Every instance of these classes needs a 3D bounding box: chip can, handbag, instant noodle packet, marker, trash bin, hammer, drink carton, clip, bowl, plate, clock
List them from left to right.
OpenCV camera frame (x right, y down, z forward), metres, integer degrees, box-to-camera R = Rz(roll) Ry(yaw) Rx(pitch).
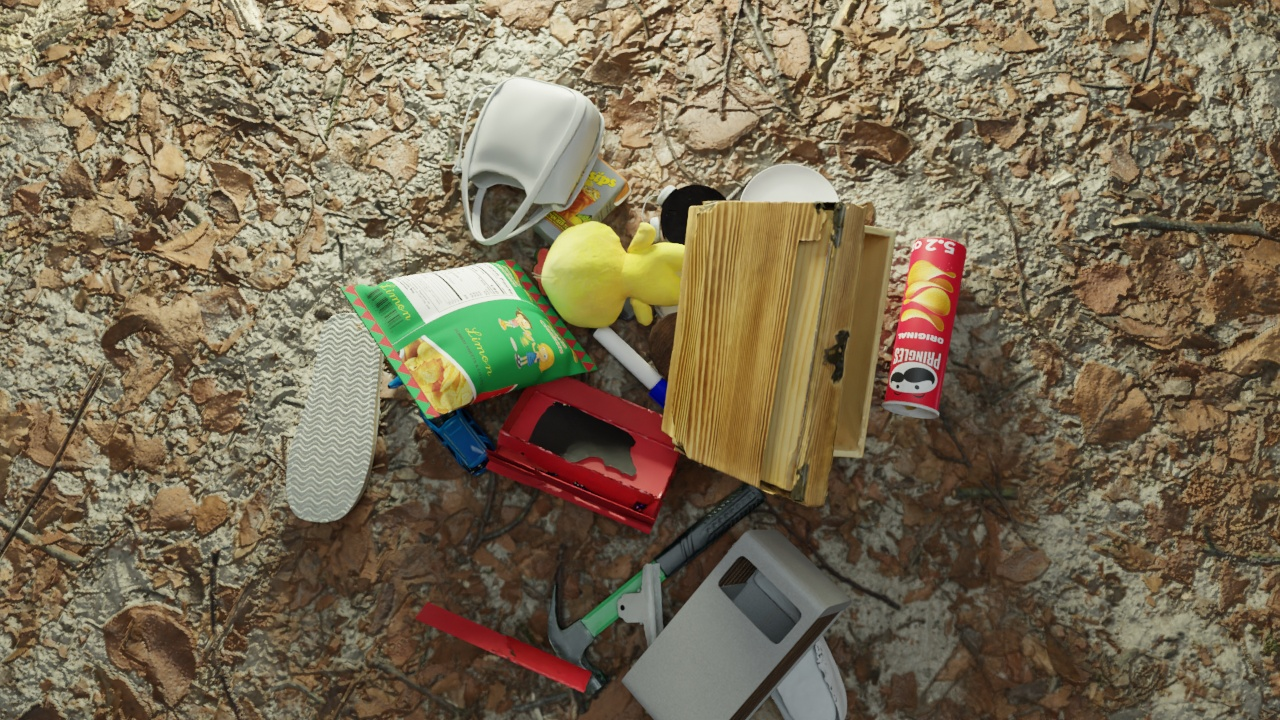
[{"bbox_3d":[-0.195,-0.035,1.086,0.252,0.091,0.195,-17,61,-45],"label":"instant noodle packet"},{"bbox_3d":[-0.162,-0.252,1.198,0.216,0.095,0.222,24,86,32],"label":"handbag"},{"bbox_3d":[-0.080,-0.204,1.208,0.076,0.048,0.124,41,82,8],"label":"drink carton"},{"bbox_3d":[-0.007,0.007,1.180,0.133,0.023,0.027,43,104,8],"label":"marker"},{"bbox_3d":[0.004,0.293,1.091,0.052,0.058,0.102,2,77,-25],"label":"clip"},{"bbox_3d":[0.023,0.257,1.129,0.318,0.032,0.130,-38,81,-7],"label":"hammer"},{"bbox_3d":[0.058,-0.010,1.148,0.114,0.026,0.102,-5,108,27],"label":"bowl"},{"bbox_3d":[0.062,-0.184,1.210,0.122,0.035,0.094,17,80,5],"label":"clock"},{"bbox_3d":[0.108,0.314,1.027,0.114,0.114,0.229,43,101,26],"label":"trash bin"},{"bbox_3d":[0.199,-0.196,1.222,0.134,0.011,0.134,0,79,1],"label":"plate"},{"bbox_3d":[0.360,-0.042,1.162,0.069,0.069,0.220,13,79,3],"label":"chip can"}]

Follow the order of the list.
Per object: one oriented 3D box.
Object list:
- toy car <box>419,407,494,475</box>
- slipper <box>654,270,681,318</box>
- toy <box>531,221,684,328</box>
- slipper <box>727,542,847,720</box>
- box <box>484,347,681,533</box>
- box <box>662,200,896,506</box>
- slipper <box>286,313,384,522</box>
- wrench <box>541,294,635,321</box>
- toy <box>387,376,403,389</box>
[{"bbox_3d":[-0.229,0.089,1.156,0.056,0.043,0.120,-40,81,-6],"label":"toy car"},{"bbox_3d":[0.150,-0.073,1.155,0.266,0.080,0.113,8,100,-1],"label":"slipper"},{"bbox_3d":[-0.037,-0.105,1.140,0.207,0.092,0.134,-2,102,2],"label":"toy"},{"bbox_3d":[0.175,0.325,1.091,0.112,0.074,0.246,-26,71,5],"label":"slipper"},{"bbox_3d":[-0.053,0.081,1.074,0.214,0.154,0.164,21,40,6],"label":"box"},{"bbox_3d":[0.163,-0.020,0.964,0.286,0.334,0.279,5,98,-16],"label":"box"},{"bbox_3d":[-0.380,0.071,1.158,0.115,0.052,0.262,8,83,4],"label":"slipper"},{"bbox_3d":[-0.116,-0.071,1.197,0.273,0.022,0.073,-10,78,-2],"label":"wrench"},{"bbox_3d":[-0.234,-0.001,1.150,0.176,0.113,0.071,-11,93,-11],"label":"toy"}]
